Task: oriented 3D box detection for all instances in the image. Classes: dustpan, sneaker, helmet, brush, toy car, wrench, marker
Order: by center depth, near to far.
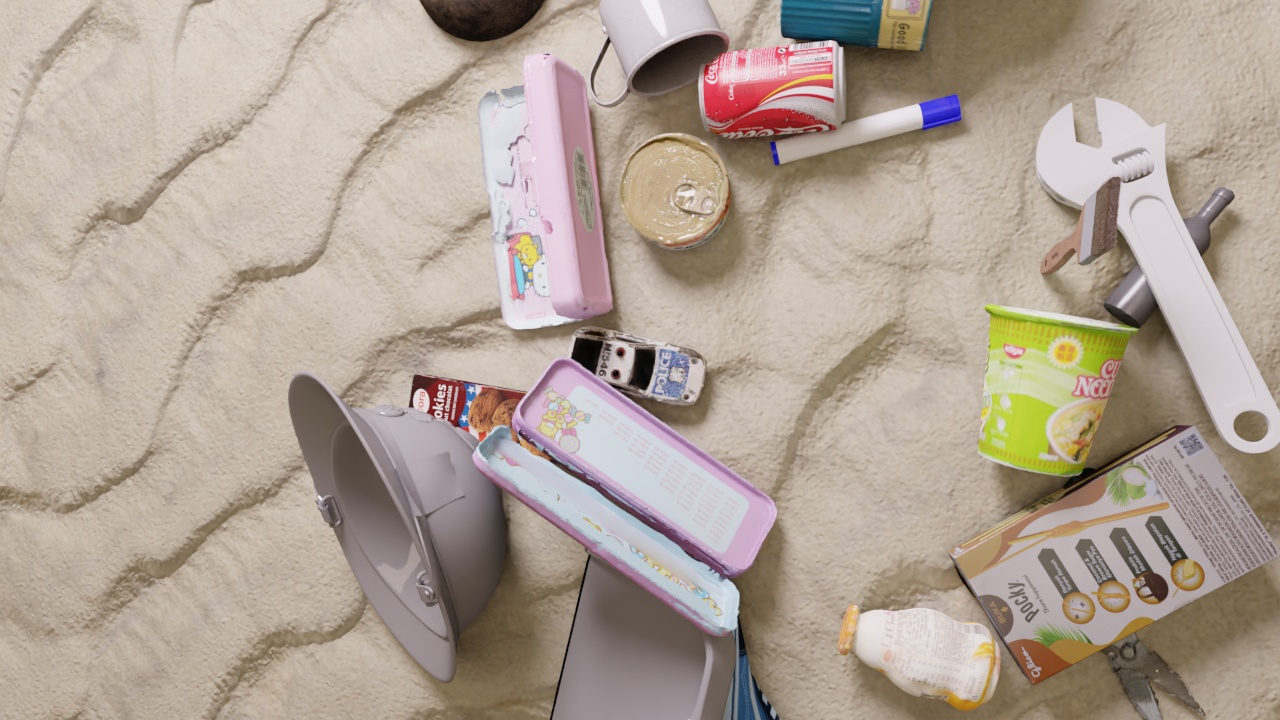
[{"bbox_3d":[0.292,-0.078,0.617,0.008,0.143,0.045,8,82,9],"label":"brush"},{"bbox_3d":[0.358,-0.062,0.638,0.087,0.018,0.273,-21,73,18],"label":"wrench"},{"bbox_3d":[0.023,0.250,0.650,0.258,0.033,0.163,14,92,43],"label":"dustpan"},{"bbox_3d":[0.069,0.275,0.702,0.084,0.098,0.241,-21,67,51],"label":"sneaker"},{"bbox_3d":[-0.160,0.108,0.703,0.183,0.117,0.271,19,129,45],"label":"helmet"},{"bbox_3d":[0.171,-0.176,0.704,0.142,0.020,0.020,-13,87,10],"label":"marker"},{"bbox_3d":[-0.004,0.004,0.723,0.113,0.040,0.048,12,92,10],"label":"toy car"}]

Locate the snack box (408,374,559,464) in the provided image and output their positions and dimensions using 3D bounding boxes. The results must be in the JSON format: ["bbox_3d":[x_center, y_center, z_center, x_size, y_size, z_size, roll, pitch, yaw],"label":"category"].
[{"bbox_3d":[-0.117,0.048,0.747,0.141,0.031,0.051,9,91,11],"label":"snack box"}]

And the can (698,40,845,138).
[{"bbox_3d":[0.100,-0.203,0.692,0.105,0.064,0.064,-1,89,15],"label":"can"}]

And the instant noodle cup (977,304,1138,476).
[{"bbox_3d":[0.285,0.021,0.647,0.099,0.098,0.108,9,98,10],"label":"instant noodle cup"}]

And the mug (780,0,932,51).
[{"bbox_3d":[0.160,-0.283,0.663,0.107,0.114,0.083,11,65,13],"label":"mug"}]

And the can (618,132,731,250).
[{"bbox_3d":[0.028,-0.131,0.718,0.086,0.043,0.086,0,89,11],"label":"can"}]

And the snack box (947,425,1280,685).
[{"bbox_3d":[0.329,0.136,0.649,0.186,0.031,0.101,-31,82,7],"label":"snack box"}]

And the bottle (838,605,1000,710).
[{"bbox_3d":[0.201,0.211,0.669,0.109,0.063,0.063,14,91,10],"label":"bottle"}]

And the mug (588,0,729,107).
[{"bbox_3d":[0.004,-0.248,0.706,0.113,0.084,0.070,-25,82,14],"label":"mug"}]

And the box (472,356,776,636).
[{"bbox_3d":[-0.009,0.097,0.666,0.214,0.149,0.049,35,125,0],"label":"box"}]

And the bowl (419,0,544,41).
[{"bbox_3d":[-0.136,-0.329,0.746,0.121,0.056,0.121,0,89,11],"label":"bowl"}]

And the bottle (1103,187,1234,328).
[{"bbox_3d":[0.382,-0.076,0.657,0.030,0.030,0.113,39,96,9],"label":"bottle"}]

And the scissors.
[{"bbox_3d":[0.317,0.196,0.672,0.147,0.015,0.209,-22,83,6],"label":"scissors"}]

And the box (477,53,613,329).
[{"bbox_3d":[-0.088,-0.128,0.725,0.103,0.086,0.201,-8,88,23],"label":"box"}]
